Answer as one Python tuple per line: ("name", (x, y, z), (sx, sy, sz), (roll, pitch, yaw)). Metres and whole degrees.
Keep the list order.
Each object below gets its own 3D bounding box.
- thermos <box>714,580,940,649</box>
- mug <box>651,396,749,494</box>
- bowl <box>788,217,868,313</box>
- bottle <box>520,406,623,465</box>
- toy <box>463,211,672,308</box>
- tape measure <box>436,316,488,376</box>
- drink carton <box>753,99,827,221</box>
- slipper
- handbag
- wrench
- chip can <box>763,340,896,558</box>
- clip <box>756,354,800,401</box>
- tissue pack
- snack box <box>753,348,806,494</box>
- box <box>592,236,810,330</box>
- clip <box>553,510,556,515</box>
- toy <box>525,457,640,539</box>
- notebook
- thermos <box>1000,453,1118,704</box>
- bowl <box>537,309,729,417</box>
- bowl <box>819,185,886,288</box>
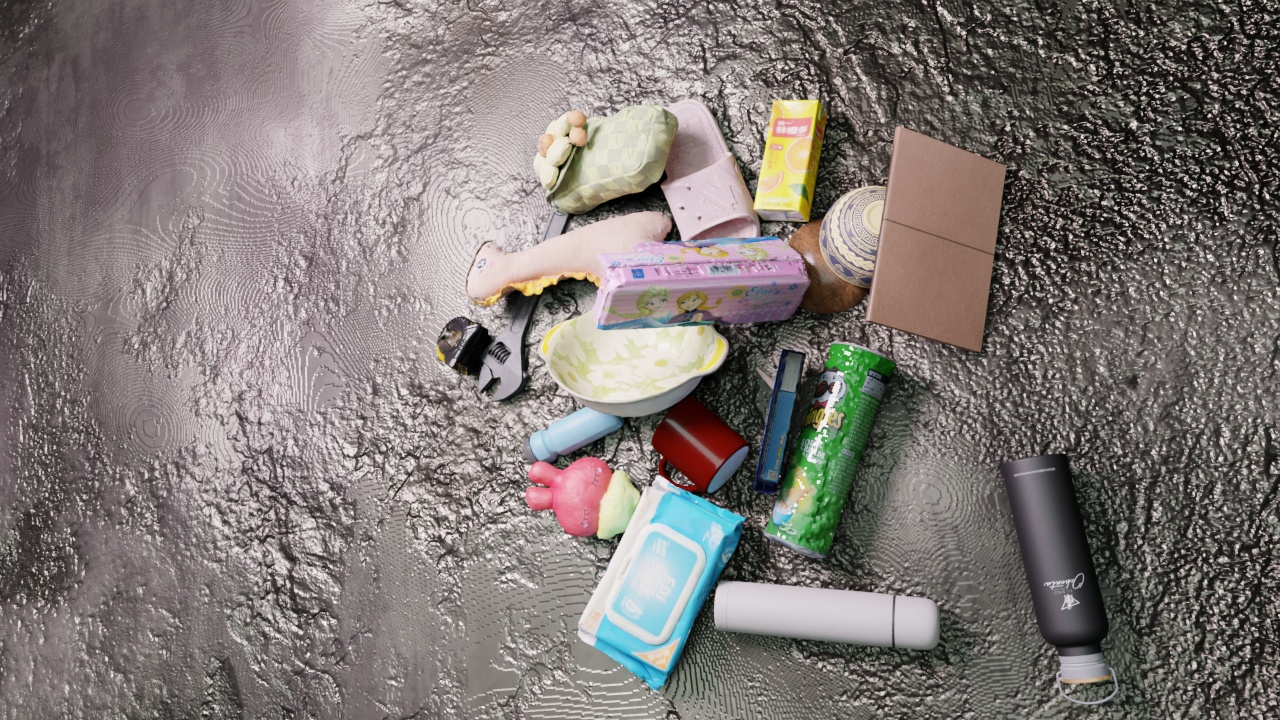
("thermos", (0.190, 0.262, 0.945), (0.224, 0.052, 0.052), (0, 79, 18))
("mug", (0.059, 0.106, 1.018), (0.082, 0.073, 0.106), (40, 121, 21))
("bowl", (0.209, -0.111, 1.031), (0.102, 0.026, 0.114), (-3, 78, 18))
("bottle", (-0.084, 0.087, 1.079), (0.130, 0.040, 0.040), (-27, 72, 11))
("toy", (-0.081, -0.098, 1.088), (0.264, 0.065, 0.195), (-17, 56, 3))
("tape measure", (-0.225, -0.024, 1.140), (0.063, 0.038, 0.067), (27, 88, 46))
("drink carton", (0.174, -0.230, 1.057), (0.059, 0.043, 0.134), (7, 82, 28))
("slipper", (0.073, -0.209, 1.077), (0.094, 0.064, 0.239), (-20, 72, 13))
("handbag", (-0.051, -0.251, 1.084), (0.187, 0.116, 0.113), (-9, 66, 43))
("wrench", (-0.139, -0.078, 1.145), (0.073, 0.018, 0.273), (18, 83, 20))
("chip can", (0.199, 0.095, 0.967), (0.075, 0.075, 0.223), (19, 86, 21))
("clip", (0.149, 0.027, 1.023), (0.043, 0.024, 0.061), (-29, 76, 11))
("tissue pack", (0.019, 0.241, 0.996), (0.117, 0.066, 0.209), (26, 89, 13))
("snack box", (0.147, 0.062, 0.972), (0.027, 0.082, 0.150), (12, 92, 9))
("box", (0.061, -0.096, 0.998), (0.230, 0.085, 0.096), (-4, 58, -16))
("clip", (-0.090, 0.159, 1.081), (0.036, 0.013, 0.053), (22, 84, 20))
("toy", (-0.067, 0.155, 1.050), (0.135, 0.045, 0.091), (17, 78, 7))
("notebook", (0.312, -0.126, 0.963), (0.141, 0.008, 0.209), (14, 81, -19))
("thermos", (0.404, 0.208, 0.881), (0.061, 0.061, 0.231), (-12, 75, 15))
("bowl", (-0.006, 0.006, 1.030), (0.220, 0.060, 0.187), (6, 40, 22))
("bowl", (0.254, -0.141, 0.987), (0.112, 0.061, 0.112), (0, 74, 1))
